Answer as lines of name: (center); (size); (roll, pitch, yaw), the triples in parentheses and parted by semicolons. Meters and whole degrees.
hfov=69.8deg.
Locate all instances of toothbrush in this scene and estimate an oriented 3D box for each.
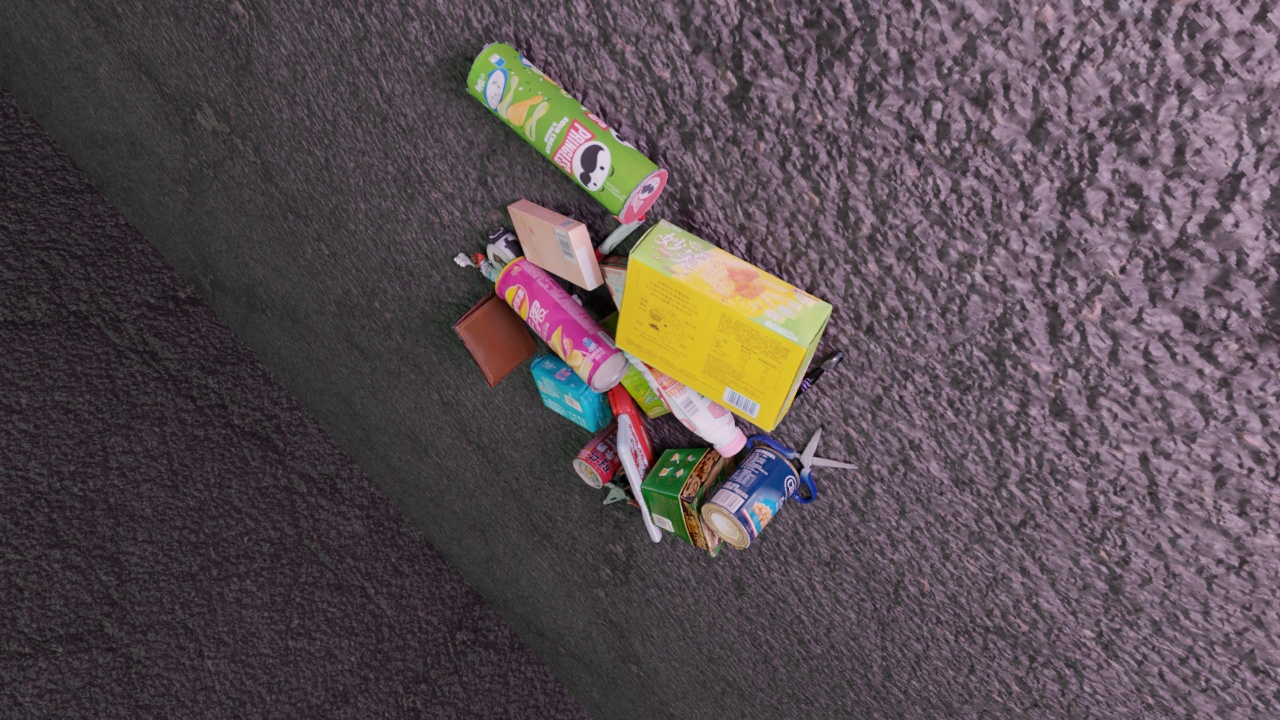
toothbrush: (-0.087, -0.125, 1.199); (0.018, 0.015, 0.181); (53, 158, 30)
toothbrush: (0.183, 0.030, 1.032); (0.014, 0.016, 0.189); (44, 154, 5)
toothbrush: (-0.216, -0.118, 1.387); (0.180, 0.016, 0.016); (32, 151, 25)

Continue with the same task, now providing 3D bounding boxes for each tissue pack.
tissue pack: (-0.108, 0.048, 1.418); (0.133, 0.050, 0.093); (26, 148, 35)

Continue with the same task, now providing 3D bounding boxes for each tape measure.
tape measure: (-0.185, -0.147, 1.288); (0.066, 0.033, 0.066); (37, 153, 18)

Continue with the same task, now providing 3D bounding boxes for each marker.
marker: (-0.029, -0.145, 1.092); (0.017, 0.017, 0.146); (49, 152, -6)

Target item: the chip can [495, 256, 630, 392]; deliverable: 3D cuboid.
chip can: (-0.104, -0.049, 1.219); (0.210, 0.071, 0.071); (44, 154, 25)

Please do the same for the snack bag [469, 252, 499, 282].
snack bag: (-0.207, -0.126, 1.353); (0.104, 0.026, 0.048); (34, 162, 24)

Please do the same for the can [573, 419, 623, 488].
can: (-0.052, 0.146, 1.422); (0.066, 0.093, 0.067); (34, 150, 23)

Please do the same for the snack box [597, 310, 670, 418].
snack box: (-0.007, 0.007, 1.252); (0.156, 0.026, 0.086); (51, 152, -7)

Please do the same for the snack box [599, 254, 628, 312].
snack box: (0.021, -0.081, 1.097); (0.156, 0.027, 0.077); (15, 139, 44)

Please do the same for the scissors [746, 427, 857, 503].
scissors: (0.198, 0.126, 1.141); (0.174, 0.012, 0.162); (22, 143, 37)

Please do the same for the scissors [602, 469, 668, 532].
scissors: (-0.023, 0.227, 1.573); (0.225, 0.015, 0.189); (29, 148, 29)

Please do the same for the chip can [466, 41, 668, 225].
chip can: (-0.081, -0.244, 0.978); (0.236, 0.072, 0.072); (41, 152, 11)

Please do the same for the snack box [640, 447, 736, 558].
snack box: (0.067, 0.186, 1.264); (0.106, 0.117, 0.118); (7, 130, 32)

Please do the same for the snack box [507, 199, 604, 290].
snack box: (-0.109, -0.147, 1.156); (0.157, 0.026, 0.084); (30, 146, 48)

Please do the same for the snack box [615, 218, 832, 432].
snack box: (0.082, -0.036, 0.986); (0.210, 0.069, 0.158); (30, 144, 14)

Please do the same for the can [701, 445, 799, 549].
can: (0.137, 0.171, 1.148); (0.075, 0.111, 0.075); (34, 150, 23)

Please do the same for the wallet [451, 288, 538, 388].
wallet: (-0.225, -0.034, 1.418); (0.032, 0.101, 0.124); (11, 137, 51)

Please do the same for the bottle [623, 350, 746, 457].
bottle: (0.062, 0.039, 1.162); (0.197, 0.068, 0.068); (50, 152, -15)

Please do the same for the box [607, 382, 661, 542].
box: (-0.001, 0.146, 1.325); (0.158, 0.039, 0.201); (-104, -4, -53)
